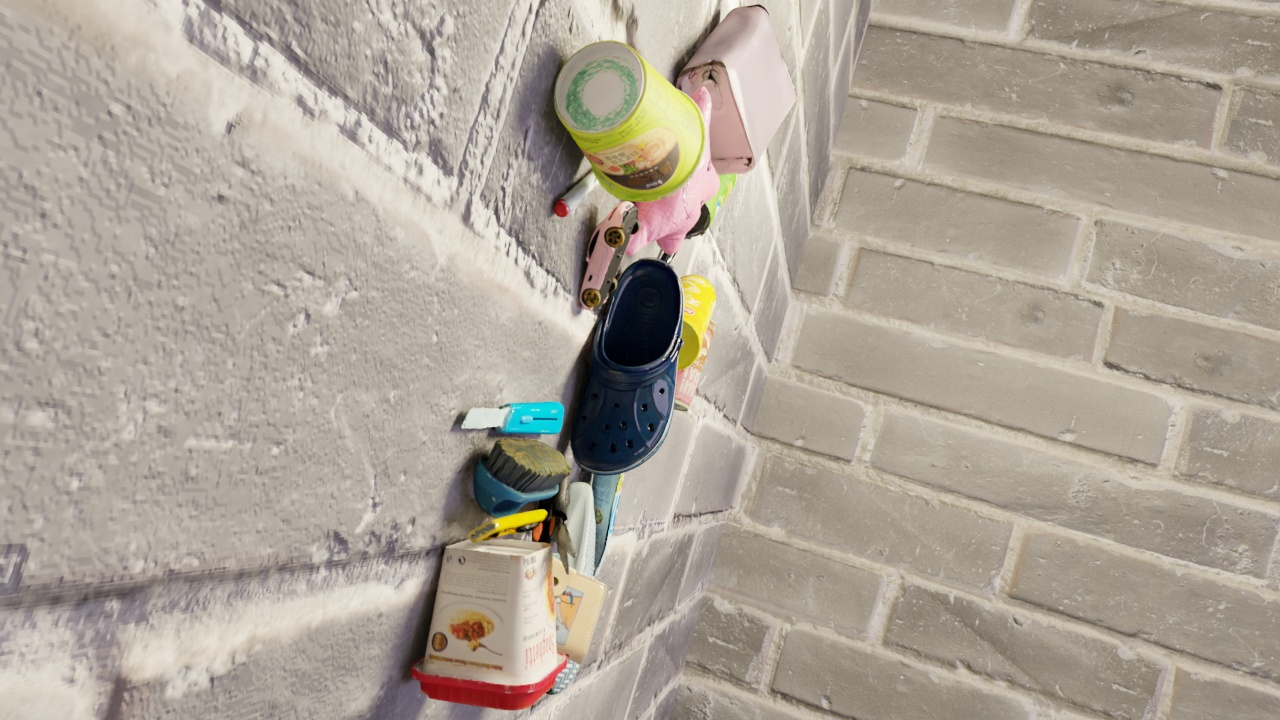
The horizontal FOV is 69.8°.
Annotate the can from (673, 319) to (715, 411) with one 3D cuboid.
[{"bbox_3d":[0.070,0.002,1.423,0.058,0.058,0.147,61,46,-71],"label":"can"}]

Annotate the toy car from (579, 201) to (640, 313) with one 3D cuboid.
[{"bbox_3d":[-0.035,-0.105,0.930,0.056,0.037,0.123,-45,161,-59],"label":"toy car"}]

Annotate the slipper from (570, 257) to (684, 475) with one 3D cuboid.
[{"bbox_3d":[-0.006,0.006,1.015,0.095,0.105,0.252,67,38,-80],"label":"slipper"}]

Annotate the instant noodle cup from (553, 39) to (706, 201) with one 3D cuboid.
[{"bbox_3d":[-0.014,-0.205,0.773,0.123,0.112,0.111,24,81,-68],"label":"instant noodle cup"}]

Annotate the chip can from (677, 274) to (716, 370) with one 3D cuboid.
[{"bbox_3d":[0.058,-0.056,1.223,0.213,0.072,0.072,-62,163,-67],"label":"chip can"}]

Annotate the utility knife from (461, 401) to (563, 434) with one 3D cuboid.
[{"bbox_3d":[-0.113,0.053,0.832,0.225,0.018,0.034,12,94,-75],"label":"utility knife"}]

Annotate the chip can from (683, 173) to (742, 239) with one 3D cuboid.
[{"bbox_3d":[0.094,-0.245,1.216,0.235,0.072,0.072,-58,159,-48],"label":"chip can"}]

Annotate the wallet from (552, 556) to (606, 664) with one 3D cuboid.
[{"bbox_3d":[-0.096,0.241,0.920,0.087,0.115,0.024,-68,-169,-22],"label":"wallet"}]

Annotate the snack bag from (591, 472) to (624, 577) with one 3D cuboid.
[{"bbox_3d":[-0.045,0.163,1.142,0.110,0.038,0.191,-135,-128,-66],"label":"snack bag"}]

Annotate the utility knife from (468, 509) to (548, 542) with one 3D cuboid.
[{"bbox_3d":[-0.116,0.149,0.823,0.033,0.015,0.156,-32,169,8],"label":"utility knife"}]

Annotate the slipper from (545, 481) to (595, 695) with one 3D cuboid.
[{"bbox_3d":[-0.093,0.242,1.020,0.104,0.074,0.244,89,5,-48],"label":"slipper"}]

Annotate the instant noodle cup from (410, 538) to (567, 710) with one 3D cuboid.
[{"bbox_3d":[-0.126,0.221,0.792,0.116,0.117,0.124,17,76,-76],"label":"instant noodle cup"}]

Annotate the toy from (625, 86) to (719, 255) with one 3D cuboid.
[{"bbox_3d":[0.045,-0.210,1.033,0.178,0.075,0.195,-17,125,-58],"label":"toy"}]

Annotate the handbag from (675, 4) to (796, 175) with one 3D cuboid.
[{"bbox_3d":[0.116,-0.338,1.140,0.196,0.099,0.145,-60,144,-44],"label":"handbag"}]

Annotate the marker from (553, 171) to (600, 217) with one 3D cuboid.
[{"bbox_3d":[-0.046,-0.166,0.856,0.144,0.017,0.017,-57,158,-53],"label":"marker"}]

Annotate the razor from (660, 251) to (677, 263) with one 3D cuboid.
[{"bbox_3d":[0.039,-0.147,1.211,0.043,0.022,0.142,77,31,-59],"label":"razor"}]

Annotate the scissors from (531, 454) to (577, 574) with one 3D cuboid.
[{"bbox_3d":[-0.081,0.171,0.887,0.234,0.021,0.153,-98,-154,-60],"label":"scissors"}]

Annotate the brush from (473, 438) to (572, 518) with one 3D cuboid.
[{"bbox_3d":[-0.112,0.109,0.828,0.073,0.055,0.143,-51,168,5],"label":"brush"}]
